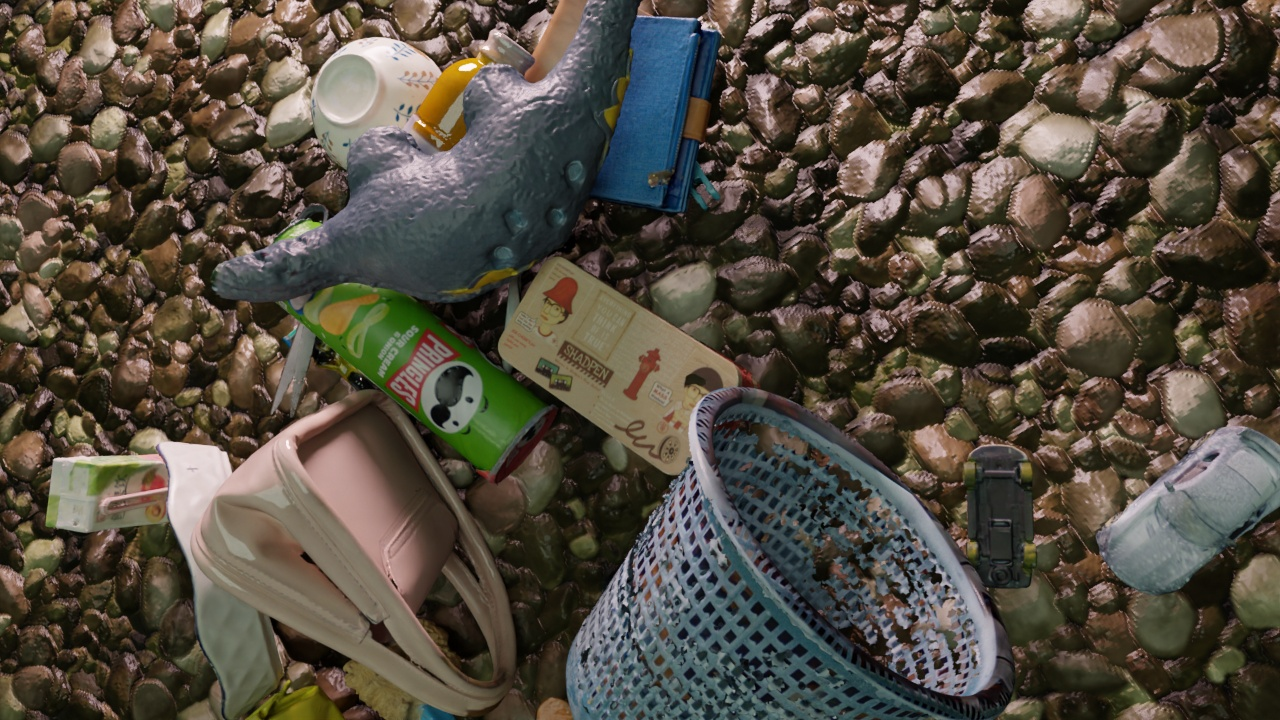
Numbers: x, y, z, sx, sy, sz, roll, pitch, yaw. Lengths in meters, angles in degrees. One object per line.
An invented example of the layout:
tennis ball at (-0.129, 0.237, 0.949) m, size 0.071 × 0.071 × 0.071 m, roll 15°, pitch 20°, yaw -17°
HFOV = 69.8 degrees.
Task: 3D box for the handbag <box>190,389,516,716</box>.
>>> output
handbag at (-0.164, 0.139, 0.621) m, size 0.093 × 0.193 × 0.234 m, roll -40°, pitch 97°, yaw 9°

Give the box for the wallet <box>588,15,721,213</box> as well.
wallet at (-0.003, -0.178, 0.658) m, size 0.106 × 0.040 × 0.133 m, roll 13°, pitch 95°, yaw 21°

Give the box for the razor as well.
razor at (-0.220, 0.020, 0.726) m, size 0.142 × 0.022 × 0.042 m, roll 44°, pitch 82°, yaw 10°

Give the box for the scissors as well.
scissors at (-0.249, -0.043, 0.723) m, size 0.145 × 0.014 × 0.172 m, roll -25°, pitch 73°, yaw -2°

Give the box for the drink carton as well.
drink carton at (-0.394, 0.101, 0.716) m, size 0.045 × 0.122 × 0.053 m, roll 6°, pitch 87°, yaw 14°

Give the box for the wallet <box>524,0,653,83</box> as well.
wallet at (-0.027, -0.220, 0.691) m, size 0.115 × 0.020 × 0.101 m, roll 30°, pitch 97°, yaw 13°

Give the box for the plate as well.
plate at (-0.302, 0.153, 0.666) m, size 0.045 × 0.205 × 0.204 m, roll -14°, pitch 81°, yaw -24°

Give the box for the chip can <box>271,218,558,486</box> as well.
chip can at (-0.174, -0.008, 0.674) m, size 0.236 × 0.072 × 0.072 m, roll 38°, pitch 96°, yaw 8°

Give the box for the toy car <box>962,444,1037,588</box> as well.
toy car at (0.229, 0.099, 0.589) m, size 0.042 × 0.035 × 0.090 m, roll -1°, pitch 86°, yaw 14°

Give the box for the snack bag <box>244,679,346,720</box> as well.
snack bag at (-0.213, 0.350, 0.652) m, size 0.246 × 0.068 × 0.158 m, roll 51°, pitch 131°, yaw 12°

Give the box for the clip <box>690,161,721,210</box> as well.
clip at (0.037, -0.135, 0.670) m, size 0.041 × 0.014 × 0.056 m, roll -40°, pitch 78°, yaw 9°

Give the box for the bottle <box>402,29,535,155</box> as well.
bottle at (-0.146, -0.157, 0.686) m, size 0.068 × 0.068 × 0.190 m, roll 40°, pitch 102°, yaw 14°

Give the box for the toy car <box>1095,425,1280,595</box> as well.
toy car at (0.339, 0.092, 0.561) m, size 0.121 × 0.036 × 0.054 m, roll -46°, pitch 77°, yaw 11°

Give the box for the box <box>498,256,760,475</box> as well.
box at (-0.004, 0.004, 0.646) m, size 0.168 × 0.079 × 0.091 m, roll 33°, pitch 96°, yaw 21°

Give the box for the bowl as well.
bowl at (-0.214, -0.202, 0.719) m, size 0.113 × 0.062 × 0.113 m, roll -1°, pitch 86°, yaw 17°

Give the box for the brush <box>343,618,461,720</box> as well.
brush at (-0.123, 0.269, 0.617) m, size 0.254 × 0.083 × 0.046 m, roll 44°, pitch 118°, yaw 36°

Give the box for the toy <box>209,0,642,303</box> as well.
toy at (-0.118, -0.117, 0.622) m, size 0.356 × 0.091 × 0.138 m, roll -34°, pitch 102°, yaw 1°

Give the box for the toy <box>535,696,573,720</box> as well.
toy at (-0.033, 0.342, 0.617) m, size 0.247 × 0.090 × 0.227 m, roll -23°, pitch 80°, yaw 17°

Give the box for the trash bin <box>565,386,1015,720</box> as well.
trash bin at (0.065, 0.161, 0.548) m, size 0.226 × 0.226 × 0.195 m, roll 46°, pitch 115°, yaw 14°

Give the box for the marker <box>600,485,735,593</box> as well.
marker at (0.020, 0.124, 0.655) m, size 0.131 × 0.018 × 0.022 m, roll -47°, pitch 67°, yaw 8°

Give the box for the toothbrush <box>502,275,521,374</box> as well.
toothbrush at (-0.090, -0.083, 0.700) m, size 0.018 × 0.016 × 0.191 m, roll 4°, pitch 87°, yaw 5°
